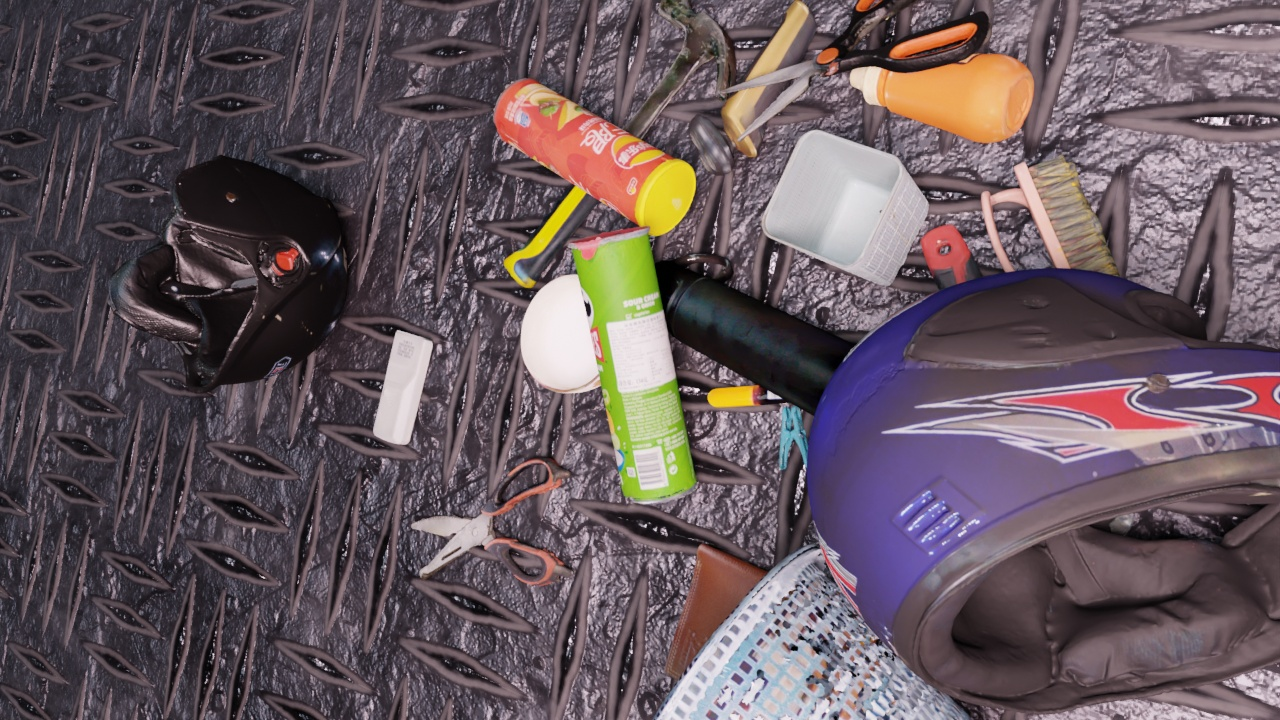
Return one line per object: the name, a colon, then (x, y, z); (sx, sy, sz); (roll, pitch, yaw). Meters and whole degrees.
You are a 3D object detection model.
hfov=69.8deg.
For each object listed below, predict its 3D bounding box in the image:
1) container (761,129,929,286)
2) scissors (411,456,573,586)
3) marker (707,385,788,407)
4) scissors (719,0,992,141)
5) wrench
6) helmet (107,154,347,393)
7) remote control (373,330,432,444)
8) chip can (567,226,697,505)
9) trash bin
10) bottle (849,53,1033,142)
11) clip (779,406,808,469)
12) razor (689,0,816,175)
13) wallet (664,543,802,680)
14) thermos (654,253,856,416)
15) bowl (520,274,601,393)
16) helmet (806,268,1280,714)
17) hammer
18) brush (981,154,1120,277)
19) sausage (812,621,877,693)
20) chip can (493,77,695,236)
container: (0.170, -0.116, 0.738); (0.090, 0.111, 0.090); (29, 98, 31)
scissors: (-0.151, 0.174, 0.951); (0.226, 0.015, 0.189); (25, 97, 31)
marker: (0.118, 0.030, 0.808); (0.124, 0.015, 0.018); (-6, 74, 28)
scissors: (0.178, -0.256, 0.758); (0.221, 0.022, 0.228); (11, 60, 40)
wrench: (0.286, 0.014, 0.706); (0.056, 0.016, 0.273); (-31, 69, 21)
helmet: (-0.448, -0.094, 1.043); (0.234, 0.229, 0.274); (-31, 67, 40)
remote control: (-0.271, 0.031, 1.038); (0.049, 0.024, 0.125); (14, 90, 31)
chip can: (-0.005, 0.005, 0.804); (0.072, 0.072, 0.236); (-5, 103, 31)
trash bin: (0.131, 0.272, 0.615); (0.195, 0.226, 0.227); (35, 102, 25)
bottle: (0.236, -0.220, 0.745); (0.149, 0.066, 0.067); (26, 97, 39)
clip: (0.133, 0.067, 0.794); (0.038, 0.013, 0.055); (-7, 82, 30)
razor: (0.103, -0.247, 0.830); (0.067, 0.062, 0.167); (31, 96, -7)
wallet: (0.078, 0.234, 0.796); (0.101, 0.032, 0.124); (17, 92, 34)
thermos: (0.106, -0.027, 0.789); (0.243, 0.068, 0.090); (32, 78, 34)
bowl: (-0.054, -0.022, 0.891); (0.114, 0.062, 0.113); (-6, 79, 31)
helmet: (0.261, 0.059, 0.571); (0.316, 0.247, 0.239); (-13, 41, 7)
hammer: (-0.026, -0.201, 0.916); (0.324, 0.031, 0.126); (-49, 61, 16)
brush: (0.307, -0.073, 0.678); (0.073, 0.063, 0.145); (-22, 74, 23)
sausage: (0.158, 0.255, 0.749); (0.021, 0.021, 0.165); (40, 104, 29)
chip can: (-0.047, -0.197, 0.867); (0.216, 0.073, 0.073); (38, 103, 31)
